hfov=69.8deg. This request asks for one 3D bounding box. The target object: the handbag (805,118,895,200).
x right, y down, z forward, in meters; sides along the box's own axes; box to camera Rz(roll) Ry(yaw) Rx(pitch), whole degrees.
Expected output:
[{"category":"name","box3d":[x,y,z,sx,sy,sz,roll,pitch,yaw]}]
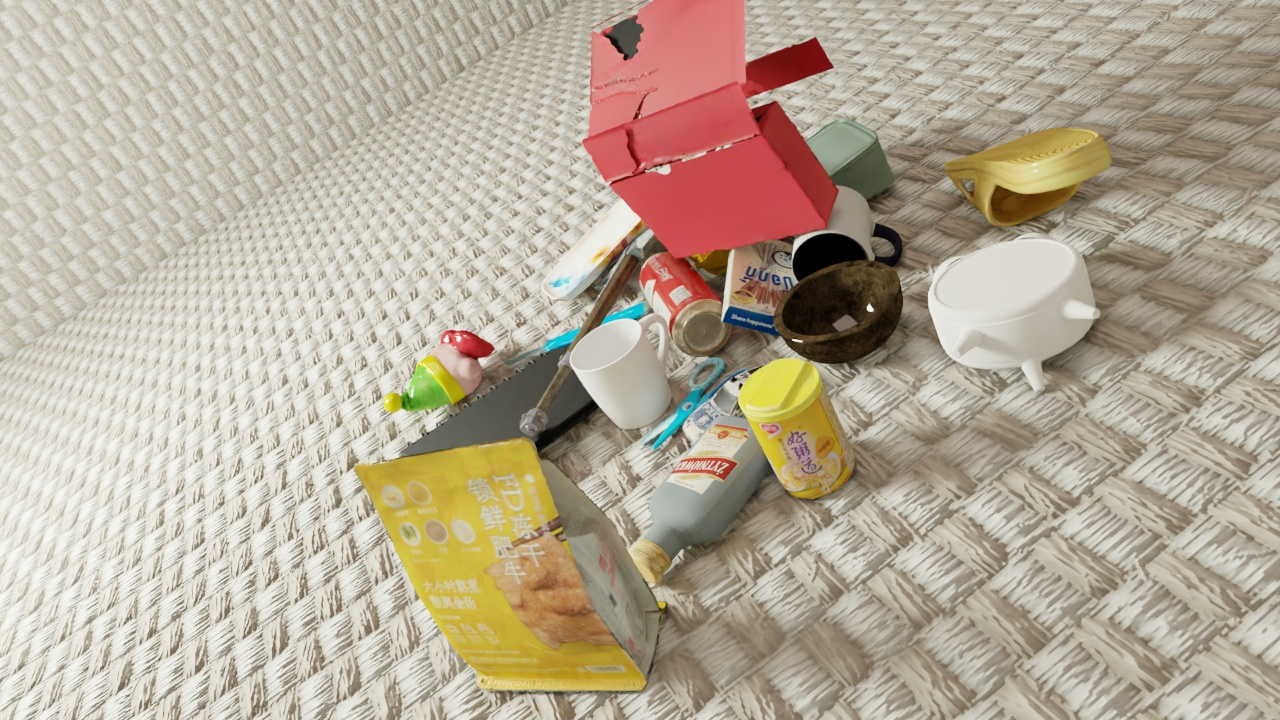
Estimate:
[{"category":"handbag","box3d":[0.234,-0.227,1.101,0.106,0.067,0.121,-34,29,3]}]

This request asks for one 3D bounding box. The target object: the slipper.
[{"category":"slipper","box3d":[0.378,-0.176,0.893,0.099,0.078,0.263,-23,11,8]}]

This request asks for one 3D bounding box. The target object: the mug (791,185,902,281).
[{"category":"mug","box3d":[0.220,-0.125,0.970,0.112,0.079,0.096,9,41,8]}]

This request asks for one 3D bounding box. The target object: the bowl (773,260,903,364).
[{"category":"bowl","box3d":[0.193,-0.036,0.871,0.121,0.056,0.121,-22,32,14]}]

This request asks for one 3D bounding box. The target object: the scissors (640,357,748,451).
[{"category":"scissors","box3d":[0.058,0.047,0.909,0.090,0.014,0.140,11,47,45]}]

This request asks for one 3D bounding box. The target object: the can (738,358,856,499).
[{"category":"can","box3d":[0.128,0.056,0.744,0.068,0.105,0.067,-21,32,14]}]

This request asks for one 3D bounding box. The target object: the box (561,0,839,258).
[{"category":"box","box3d":[0.045,-0.247,0.921,0.212,0.316,0.123,-7,26,45]}]

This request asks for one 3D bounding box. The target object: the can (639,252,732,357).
[{"category":"can","box3d":[0.047,-0.067,1.028,0.067,0.067,0.170,-30,31,1]}]

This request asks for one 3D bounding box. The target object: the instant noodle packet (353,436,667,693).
[{"category":"instant noodle packet","box3d":[-0.098,0.148,0.690,0.163,0.222,0.084,-9,33,29]}]

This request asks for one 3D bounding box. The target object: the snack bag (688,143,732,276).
[{"category":"snack bag","box3d":[0.105,-0.198,1.152,0.160,0.068,0.247,-38,29,7]}]

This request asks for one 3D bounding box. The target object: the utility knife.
[{"category":"utility knife","box3d":[-0.076,-0.032,1.132,0.209,0.015,0.031,-19,29,11]}]

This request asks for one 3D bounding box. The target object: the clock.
[{"category":"clock","box3d":[0.315,-0.044,0.780,0.125,0.073,0.160,-18,26,20]}]

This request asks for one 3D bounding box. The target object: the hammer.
[{"category":"hammer","box3d":[-0.057,-0.034,1.021,0.147,0.028,0.315,-44,14,46]}]

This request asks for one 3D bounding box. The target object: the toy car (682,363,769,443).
[{"category":"toy car","box3d":[0.089,0.039,0.865,0.112,0.040,0.048,-34,30,-6]}]

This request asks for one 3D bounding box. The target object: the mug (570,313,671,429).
[{"category":"mug","box3d":[-0.006,0.006,0.947,0.114,0.088,0.081,-45,34,-24]}]

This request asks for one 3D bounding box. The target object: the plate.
[{"category":"plate","box3d":[-0.055,-0.150,1.227,0.187,0.016,0.187,-46,19,-2]}]

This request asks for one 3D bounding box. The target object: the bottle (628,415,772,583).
[{"category":"bottle","box3d":[0.049,0.118,0.779,0.072,0.046,0.160,10,49,47]}]

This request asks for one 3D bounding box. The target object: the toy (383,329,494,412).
[{"category":"toy","box3d":[-0.257,0.019,1.147,0.124,0.096,0.131,12,73,53]}]

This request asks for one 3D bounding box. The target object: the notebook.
[{"category":"notebook","box3d":[-0.134,0.057,1.010,0.230,0.019,0.169,-36,30,-32]}]

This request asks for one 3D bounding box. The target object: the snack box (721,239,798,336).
[{"category":"snack box","box3d":[0.133,-0.083,0.979,0.082,0.026,0.149,15,39,-2]}]
